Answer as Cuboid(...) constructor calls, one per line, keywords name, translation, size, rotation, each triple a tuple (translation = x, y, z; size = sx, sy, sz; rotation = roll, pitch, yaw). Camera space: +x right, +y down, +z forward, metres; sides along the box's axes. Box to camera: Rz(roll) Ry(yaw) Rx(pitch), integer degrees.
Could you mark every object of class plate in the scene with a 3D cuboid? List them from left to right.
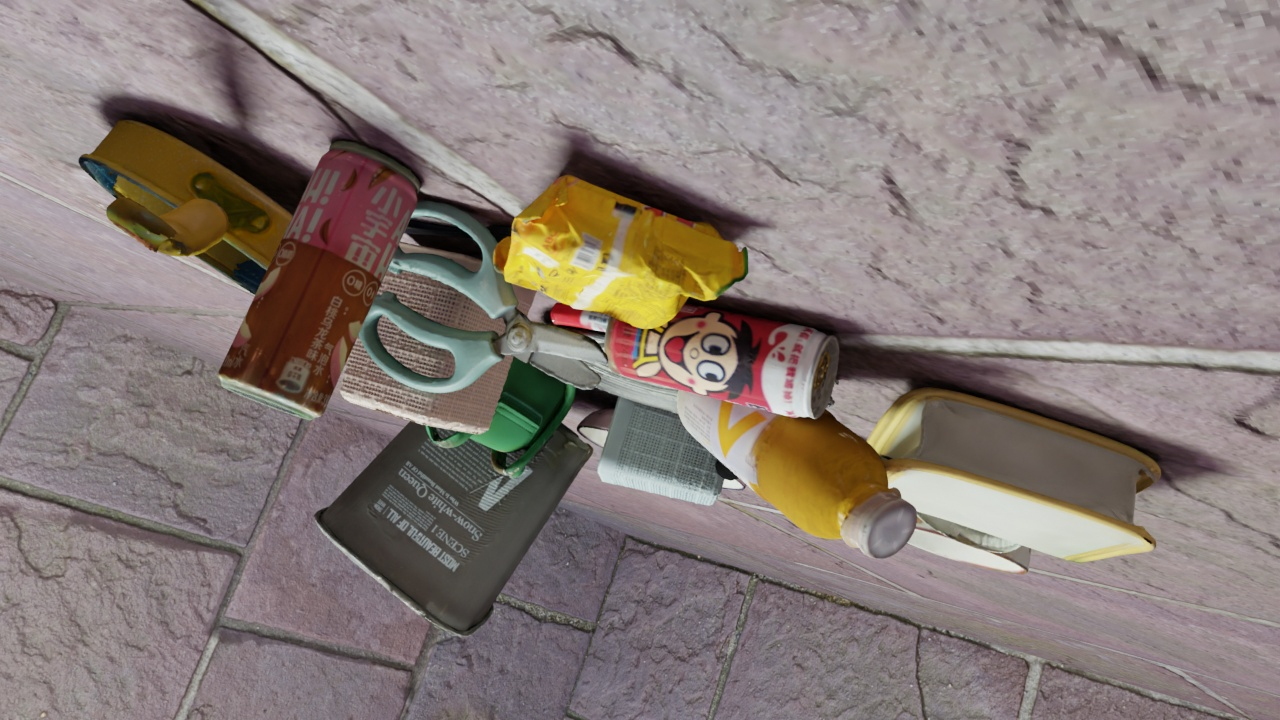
Cuboid(name="plate", translation=(-0.004, 0.004, 0.729), size=(0.179, 0.024, 0.179), rotation=(17, 166, 4))
Cuboid(name="plate", translation=(0.027, 0.091, 0.992), size=(0.192, 0.039, 0.192), rotation=(19, 167, 4))

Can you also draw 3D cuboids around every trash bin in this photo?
Cuboid(name="trash bin", translation=(-0.178, 0.133, 0.958), size=(0.199, 0.219, 0.198), rotation=(38, 178, 4))

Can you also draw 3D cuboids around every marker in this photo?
Cuboid(name="marker", translation=(0.000, -0.022, 0.625), size=(0.145, 0.017, 0.017), rotation=(11, 164, 32))

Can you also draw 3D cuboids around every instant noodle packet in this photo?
Cuboid(name="instant noodle packet", translation=(-0.016, -0.053, 0.470), size=(0.110, 0.044, 0.128), rotation=(16, 172, -12))

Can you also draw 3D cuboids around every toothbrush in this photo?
Cuboid(name="toothbrush", translation=(-0.148, -0.086, 0.590), size=(0.181, 0.015, 0.018), rotation=(11, 173, 29))

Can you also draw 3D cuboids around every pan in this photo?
Cuboid(name="pan", translation=(-0.267, -0.078, 0.566), size=(0.197, 0.078, 0.358), rotation=(35, 165, -17))

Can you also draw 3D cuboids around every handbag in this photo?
Cuboid(name="handbag", translation=(-0.122, 0.036, 0.817), size=(0.068, 0.120, 0.131), rotation=(20, 170, 27))
Cuboid(name="handbag", translation=(0.226, 0.084, 0.608), size=(0.163, 0.063, 0.179), rotation=(18, 160, 4))

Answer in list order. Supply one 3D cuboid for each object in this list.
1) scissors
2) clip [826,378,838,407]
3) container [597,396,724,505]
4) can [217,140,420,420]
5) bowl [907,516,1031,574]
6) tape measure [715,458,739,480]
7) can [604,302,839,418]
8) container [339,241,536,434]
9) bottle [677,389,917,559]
Cuboid(name="scissors", translation=(-0.099, -0.012, 0.550), size=(0.180, 0.143, 0.019), rotation=(33, -162, 12))
Cuboid(name="clip", translation=(0.113, 0.010, 0.595), size=(0.025, 0.032, 0.057), rotation=(8, 155, 35))
Cuboid(name="container", translation=(0.027, 0.080, 0.849), size=(0.111, 0.090, 0.090), rotation=(15, 167, 6))
Cuboid(name="can", translation=(-0.175, -0.044, 0.507), size=(0.058, 0.147, 0.058), rotation=(19, 167, 4))
Cuboid(name="bowl", translation=(0.263, 0.127, 0.748), size=(0.113, 0.062, 0.113), rotation=(20, 166, 5))
Cuboid(name="tape measure", translation=(0.088, 0.068, 0.770), size=(0.039, 0.057, 0.057), rotation=(30, 145, -32))
Cuboid(name="can", translation=(0.048, -0.004, 0.552), size=(0.133, 0.053, 0.053), rotation=(13, 165, 26))
Cuboid(name="container", translation=(-0.139, -0.014, 0.625), size=(0.090, 0.111, 0.090), rotation=(14, 176, 24))
Cuboid(name="bottle", translation=(0.092, 0.056, 0.570), size=(0.068, 0.068, 0.189), rotation=(30, -174, -37))
